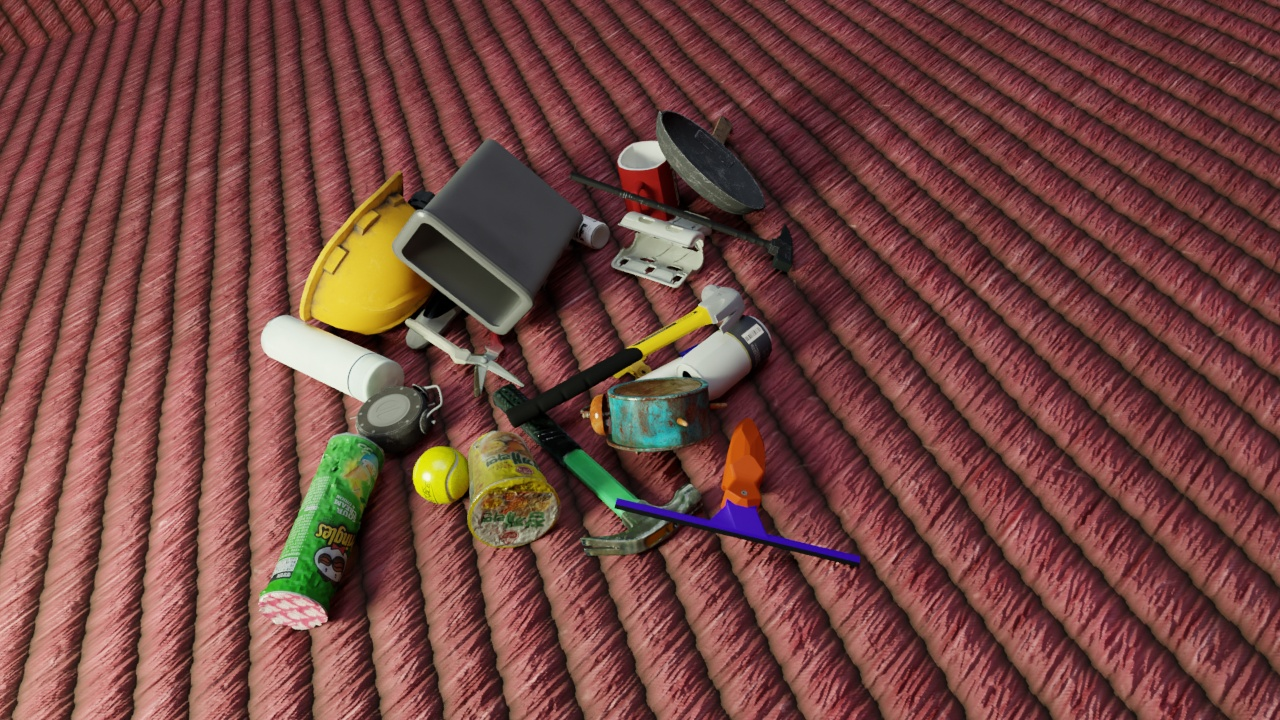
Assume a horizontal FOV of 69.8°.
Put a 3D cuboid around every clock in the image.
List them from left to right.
[{"bbox_3d":[-0.303,0.075,1.152,0.122,0.044,0.091,-19,43,-6],"label":"clock"},{"bbox_3d":[0.006,0.064,1.044,0.158,0.073,0.121,2,12,33],"label":"clock"}]

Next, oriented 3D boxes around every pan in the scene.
[{"bbox_3d":[0.111,-0.321,1.420,0.040,0.207,0.356,-46,11,26],"label":"pan"}]

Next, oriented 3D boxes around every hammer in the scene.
[{"bbox_3d":[-0.078,0.114,1.064,0.130,0.032,0.319,-35,46,-21],"label":"hammer"},{"bbox_3d":[-0.015,-0.004,1.112,0.323,0.029,0.127,-29,18,-11],"label":"hammer"},{"bbox_3d":[0.059,-0.206,1.268,0.325,0.015,0.094,18,42,-6],"label":"hammer"}]

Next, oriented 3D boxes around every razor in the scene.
[{"bbox_3d":[-0.280,-0.078,1.305,0.057,0.060,0.156,22,72,19],"label":"razor"}]

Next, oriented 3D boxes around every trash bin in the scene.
[{"bbox_3d":[-0.203,-0.177,1.276,0.098,0.192,0.219,-40,17,40],"label":"trash bin"}]

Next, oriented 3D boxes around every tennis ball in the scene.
[{"bbox_3d":[-0.228,0.132,1.056,0.065,0.065,0.065,-7,43,7],"label":"tennis ball"}]

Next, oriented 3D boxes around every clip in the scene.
[{"bbox_3d":[-0.007,0.005,1.162,0.054,0.046,0.048,-34,21,-23],"label":"clip"},{"bbox_3d":[0.041,-0.179,1.310,0.127,0.110,0.150,23,64,30],"label":"clip"}]

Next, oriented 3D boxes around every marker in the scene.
[{"bbox_3d":[0.024,0.020,1.138,0.133,0.027,0.023,-27,7,-14],"label":"marker"}]

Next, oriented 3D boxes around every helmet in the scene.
[{"bbox_3d":[-0.355,-0.131,1.302,0.131,0.206,0.254,32,59,-5],"label":"helmet"}]

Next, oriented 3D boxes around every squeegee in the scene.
[{"bbox_3d":[0.110,0.118,0.983,0.249,0.055,0.184,13,31,1],"label":"squeegee"}]

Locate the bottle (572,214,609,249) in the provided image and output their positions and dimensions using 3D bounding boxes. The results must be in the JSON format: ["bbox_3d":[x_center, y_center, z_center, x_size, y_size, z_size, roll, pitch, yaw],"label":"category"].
[{"bbox_3d":[-0.100,-0.206,1.399,0.116,0.041,0.041,28,57,36],"label":"bottle"}]

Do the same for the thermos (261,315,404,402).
[{"bbox_3d":[-0.421,-0.001,1.247,0.230,0.068,0.067,20,52,32],"label":"thermos"}]

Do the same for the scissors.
[{"bbox_3d":[-0.234,-0.021,1.235,0.179,0.015,0.198,10,39,-2],"label":"scissors"}]

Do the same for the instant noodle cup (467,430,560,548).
[{"bbox_3d":[-0.148,0.136,1.015,0.102,0.102,0.108,-20,38,-7],"label":"instant noodle cup"}]

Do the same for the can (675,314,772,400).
[{"bbox_3d":[0.098,0.001,1.112,0.127,0.064,0.064,-37,48,-23],"label":"can"}]

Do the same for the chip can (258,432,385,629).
[{"bbox_3d":[-0.351,0.184,1.028,0.075,0.075,0.222,-3,44,11],"label":"chip can"}]

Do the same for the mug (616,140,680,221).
[{"bbox_3d":[0.009,-0.260,1.386,0.080,0.097,0.116,5,46,19],"label":"mug"}]
